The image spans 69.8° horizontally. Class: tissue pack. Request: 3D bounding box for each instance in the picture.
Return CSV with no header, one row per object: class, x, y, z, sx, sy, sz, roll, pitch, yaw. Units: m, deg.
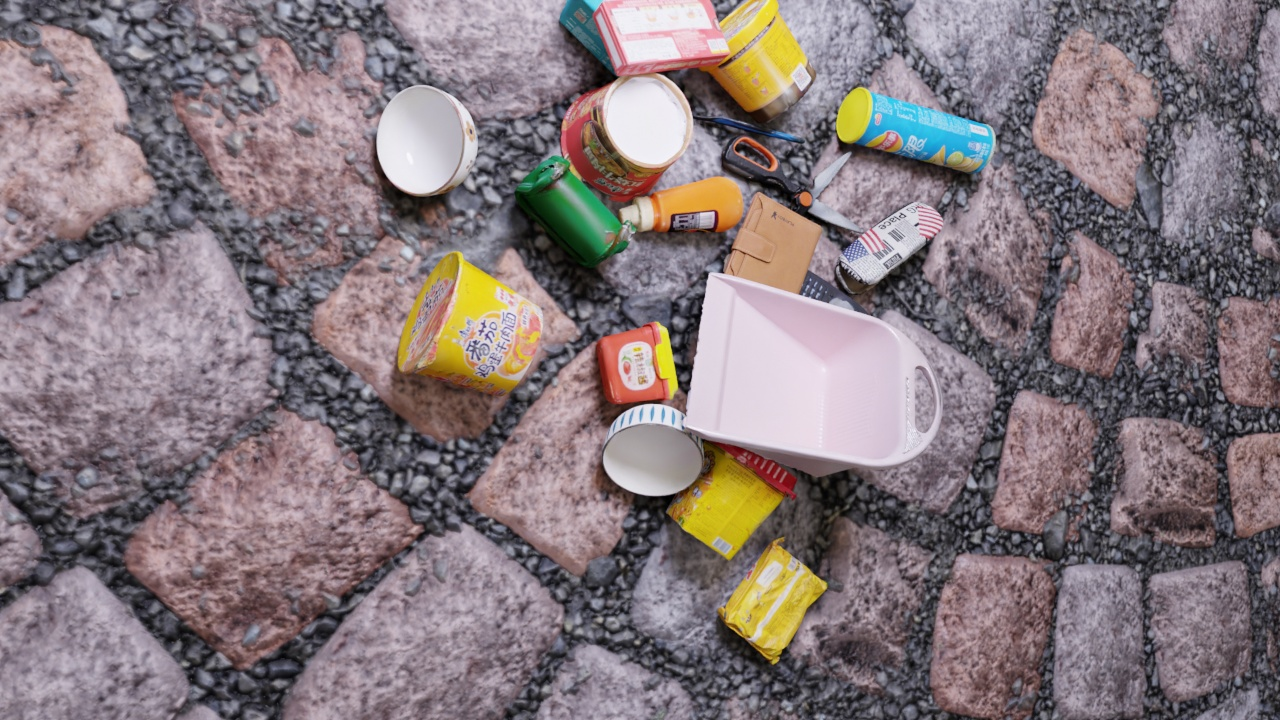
tissue pack,-0.030,-0.382,1.055,0.133,0.093,0.050,41,78,-16

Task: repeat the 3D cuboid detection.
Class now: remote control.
remote control,0.240,-0.071,1.189,0.136,0.024,0.053,33,76,-15

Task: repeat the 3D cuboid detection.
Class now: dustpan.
dustpan,0.201,0.012,1.038,0.273,0.139,0.222,28,54,-28

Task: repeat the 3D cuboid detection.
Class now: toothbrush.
toothbrush,0.119,-0.297,1.144,0.189,0.014,0.016,10,69,-13

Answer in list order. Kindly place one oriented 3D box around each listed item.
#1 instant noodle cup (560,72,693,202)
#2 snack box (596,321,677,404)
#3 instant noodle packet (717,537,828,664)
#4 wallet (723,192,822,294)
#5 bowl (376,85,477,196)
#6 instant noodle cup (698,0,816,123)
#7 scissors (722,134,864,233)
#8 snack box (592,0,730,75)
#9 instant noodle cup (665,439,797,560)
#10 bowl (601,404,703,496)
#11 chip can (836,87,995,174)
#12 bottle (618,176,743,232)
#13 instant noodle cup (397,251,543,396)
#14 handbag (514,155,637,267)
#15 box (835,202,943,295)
instant noodle cup,-0.010,-0.263,1.050,0.137,0.109,0.138,1,87,-22
snack box,-0.006,0.006,1.062,0.080,0.082,0.091,-11,91,-9
instant noodle packet,0.164,0.293,1.134,0.111,0.044,0.128,44,77,-22
wallet,0.161,-0.127,1.136,0.107,0.031,0.131,26,79,-19
bowl,-0.218,-0.230,0.979,0.062,0.114,0.113,-12,93,-66
instant noodle cup,0.144,-0.363,1.117,0.114,0.119,0.118,45,73,-22
scissors,0.189,-0.205,1.176,0.221,0.022,0.233,42,75,-16
snack box,0.026,-0.359,1.009,0.152,0.026,0.075,-19,86,-35
instant noodle cup,0.102,0.157,1.084,0.116,0.116,0.123,36,87,-17
bowl,0.016,0.094,1.058,0.116,0.117,0.066,31,35,-18
chip can,0.369,-0.304,1.227,0.210,0.071,0.071,8,85,-22
bottle,0.046,-0.180,1.098,0.149,0.067,0.067,-10,91,-15
instant noodle cup,-0.176,-0.030,0.967,0.109,0.138,0.138,26,78,-27
handbag,-0.068,-0.167,1.018,0.131,0.120,0.068,45,78,-16
box,0.327,-0.155,1.199,0.163,0.082,0.075,-35,95,-17
